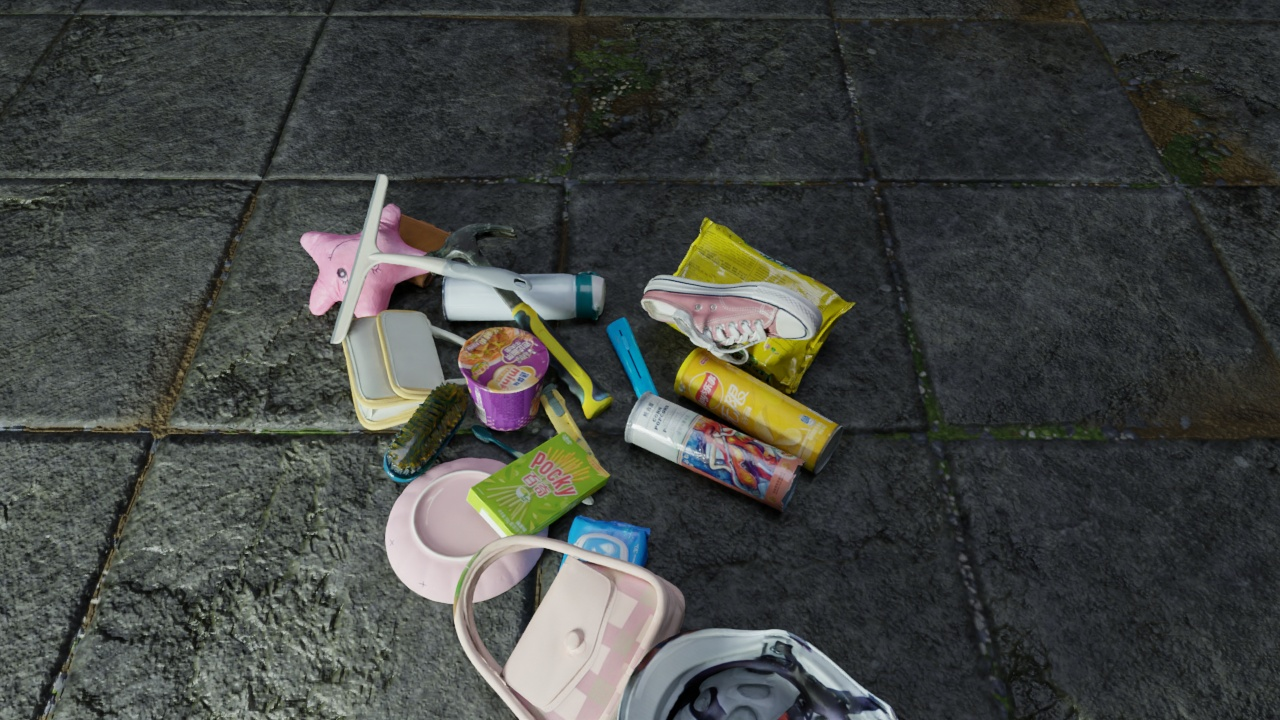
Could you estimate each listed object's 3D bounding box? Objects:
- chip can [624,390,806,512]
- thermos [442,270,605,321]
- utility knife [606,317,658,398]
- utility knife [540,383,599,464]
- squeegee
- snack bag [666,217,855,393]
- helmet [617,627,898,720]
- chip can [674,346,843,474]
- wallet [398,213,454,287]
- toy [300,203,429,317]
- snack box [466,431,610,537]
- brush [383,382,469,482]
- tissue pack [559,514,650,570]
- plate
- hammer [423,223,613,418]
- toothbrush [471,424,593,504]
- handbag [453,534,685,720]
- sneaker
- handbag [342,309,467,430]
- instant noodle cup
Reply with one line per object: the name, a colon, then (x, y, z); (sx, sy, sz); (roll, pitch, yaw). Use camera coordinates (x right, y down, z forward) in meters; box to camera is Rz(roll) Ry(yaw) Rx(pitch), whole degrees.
chip can: (0.090, 0.111, 1.127); (0.215, 0.071, 0.071); (23, 54, 17)
thermos: (-0.161, -0.092, 1.293); (0.224, 0.073, 0.073); (-1, 51, -2)
utility knife: (-0.007, 0.007, 1.245); (0.034, 0.018, 0.165); (-15, 54, -13)
utility knife: (-0.093, 0.087, 1.184); (0.031, 0.018, 0.151); (-26, 60, -13)
squeegee: (-0.265, -0.122, 1.210); (0.246, 0.039, 0.246); (11, 76, 4)
snack bag: (0.145, -0.075, 1.242); (0.246, 0.068, 0.158); (33, 87, 22)
helmet: (0.105, 0.381, 0.858); (0.259, 0.146, 0.228); (19, 53, 17)
chip can: (0.148, 0.061, 1.168); (0.213, 0.072, 0.071); (30, 56, 22)
wallet: (-0.346, -0.176, 1.381); (0.131, 0.035, 0.118); (23, 56, 18)
toy: (-0.386, -0.127, 1.307); (0.194, 0.074, 0.178); (-16, 77, 3)
snack box: (-0.118, 0.149, 1.084); (0.086, 0.026, 0.156); (43, 46, 19)
brush: (-0.266, 0.094, 1.137); (0.055, 0.074, 0.143); (33, 52, -2)
tissue pack: (-0.048, 0.246, 1.027); (0.095, 0.052, 0.156); (10, 51, 8)
plate: (-0.206, 0.189, 1.081); (0.192, 0.039, 0.192); (0, 51, 0)
hammer: (-0.149, -0.058, 1.229); (0.126, 0.032, 0.323); (-39, 77, -12)
toothbrush: (-0.137, 0.131, 1.146); (0.192, 0.018, 0.016); (29, 56, 19)
handbag: (-0.087, 0.273, 0.947); (0.234, 0.093, 0.193); (26, 77, 22)
sneaker: (0.105, -0.047, 1.155); (0.241, 0.118, 0.087); (10, 61, 25)
handbag: (-0.301, -0.001, 1.227); (0.178, 0.063, 0.163); (-13, 53, -15)
instant noodle cup: (-0.171, 0.029, 1.170); (0.111, 0.099, 0.111); (2, 48, -2)
